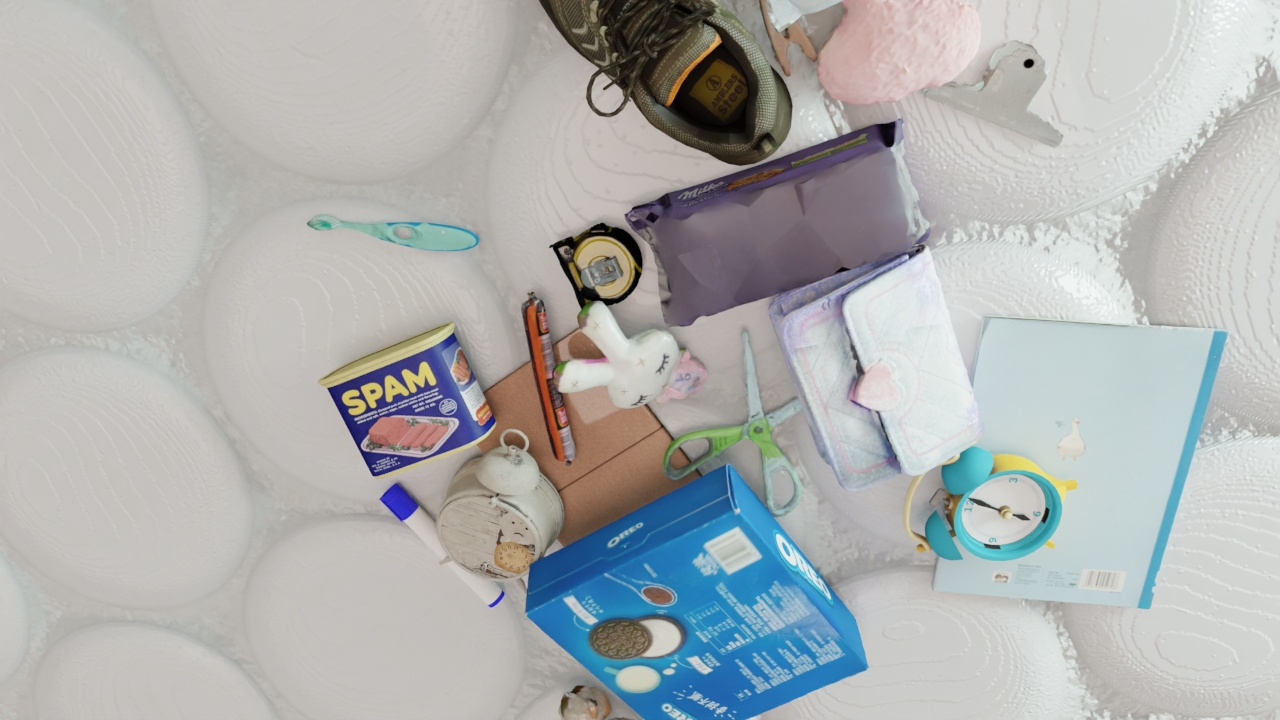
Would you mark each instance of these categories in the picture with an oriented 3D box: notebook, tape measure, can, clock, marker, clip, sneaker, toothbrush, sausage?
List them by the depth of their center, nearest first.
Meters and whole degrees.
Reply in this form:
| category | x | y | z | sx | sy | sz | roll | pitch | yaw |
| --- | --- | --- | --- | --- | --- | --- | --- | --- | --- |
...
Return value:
| category | x | y | z | sx | sy | sz | roll | pitch | yaw |
| --- | --- | --- | --- | --- | --- | --- | --- | --- | --- |
| sneaker | 0.002 | -0.205 | 0.583 | 0.238 | 0.142 | 0.101 | 41 | 110 | -10 |
| clip | 0.251 | -0.185 | 0.625 | 0.101 | 0.045 | 0.056 | 20 | 125 | -3 |
| clip | 0.102 | -0.226 | 0.630 | 0.052 | 0.026 | 0.059 | 8 | 113 | 0 |
| tape measure | -0.029 | -0.072 | 0.699 | 0.061 | 0.034 | 0.062 | -24 | 109 | 12 |
| toothbrush | -0.193 | -0.100 | 0.714 | 0.135 | 0.017 | 0.022 | 7 | 109 | 3 |
| clock | 0.275 | 0.116 | 0.732 | 0.129 | 0.043 | 0.099 | 7 | 113 | -3 |
| sausage | -0.074 | 0.018 | 0.738 | 0.020 | 0.020 | 0.155 | -7 | 111 | 8 |
| can | -0.185 | 0.034 | 0.740 | 0.116 | 0.056 | 0.092 | -20 | 103 | 15 |
| notebook | 0.346 | 0.088 | 0.740 | 0.181 | 0.009 | 0.254 | 4 | 112 | 5 |
| clock | -0.117 | 0.122 | 0.762 | 0.103 | 0.061 | 0.157 | 18 | 122 | 3 |
| notebook | -0.040 | 0.088 | 0.779 | 0.142 | 0.008 | 0.209 | -33 | 105 | 17 |
| marker | -0.176 | 0.167 | 0.819 | 0.020 | 0.020 | 0.141 | -36 | 104 | 18 |

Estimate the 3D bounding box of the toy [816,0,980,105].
| category | x | y | z | sx | sy | sz | roll | pitch | yaw |
| --- | --- | --- | --- | --- | --- | --- | --- | --- | --- |
| toy | 0.167 | -0.226 | 0.610 | 0.108 | 0.053 | 0.105 | -10 | 99 | 12 |

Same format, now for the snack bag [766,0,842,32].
| category | x | y | z | sx | sy | sz | roll | pitch | yaw |
| --- | --- | --- | --- | --- | --- | --- | --- | --- | --- |
| snack bag | 0.084 | -0.308 | 0.525 | 0.078 | 0.041 | 0.225 | -18 | 74 | 24 |

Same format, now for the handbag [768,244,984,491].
| category | x | y | z | sx | sy | sz | roll | pitch | yaw |
| --- | --- | --- | --- | --- | --- | --- | --- | --- | --- |
| handbag | 0.181 | 0.008 | 0.691 | 0.126 | 0.069 | 0.158 | -21 | 106 | 4 |

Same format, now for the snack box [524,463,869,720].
| category | x | y | z | sx | sy | sz | roll | pitch | yaw |
| --- | --- | --- | --- | --- | --- | --- | --- | --- | --- |
| snack box | 0.051 | 0.216 | 0.766 | 0.196 | 0.056 | 0.239 | -29 | 122 | 16 |

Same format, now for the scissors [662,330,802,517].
| category | x | y | z | sx | sy | sz | roll | pitch | yaw |
| --- | --- | --- | --- | --- | --- | --- | --- | --- | --- |
| scissors | 0.099 | 0.058 | 0.750 | 0.171 | 0.023 | 0.172 | -30 | 104 | 13 |

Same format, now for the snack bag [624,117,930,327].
| category | x | y | z | sx | sy | sz | roll | pitch | yaw |
| --- | --- | --- | --- | --- | --- | --- | --- | --- | --- |
| snack bag | 0.100 | -0.096 | 0.664 | 0.206 | 0.058 | 0.096 | -18 | 110 | 12 |

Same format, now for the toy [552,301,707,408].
| category | x | y | z | sx | sy | sz | roll | pitch | yaw |
| --- | --- | --- | --- | --- | --- | --- | --- | --- | --- |
| toy | -0.004 | 0.004 | 0.714 | 0.122 | 0.038 | 0.079 | 15 | 112 | -23 |

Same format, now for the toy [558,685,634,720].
| category | x | y | z | sx | sy | sz | roll | pitch | yaw |
| --- | --- | --- | --- | --- | --- | --- | --- | --- | --- |
| toy | -0.044 | 0.350 | 0.862 | 0.085 | 0.074 | 0.106 | -29 | 103 | 29 |
